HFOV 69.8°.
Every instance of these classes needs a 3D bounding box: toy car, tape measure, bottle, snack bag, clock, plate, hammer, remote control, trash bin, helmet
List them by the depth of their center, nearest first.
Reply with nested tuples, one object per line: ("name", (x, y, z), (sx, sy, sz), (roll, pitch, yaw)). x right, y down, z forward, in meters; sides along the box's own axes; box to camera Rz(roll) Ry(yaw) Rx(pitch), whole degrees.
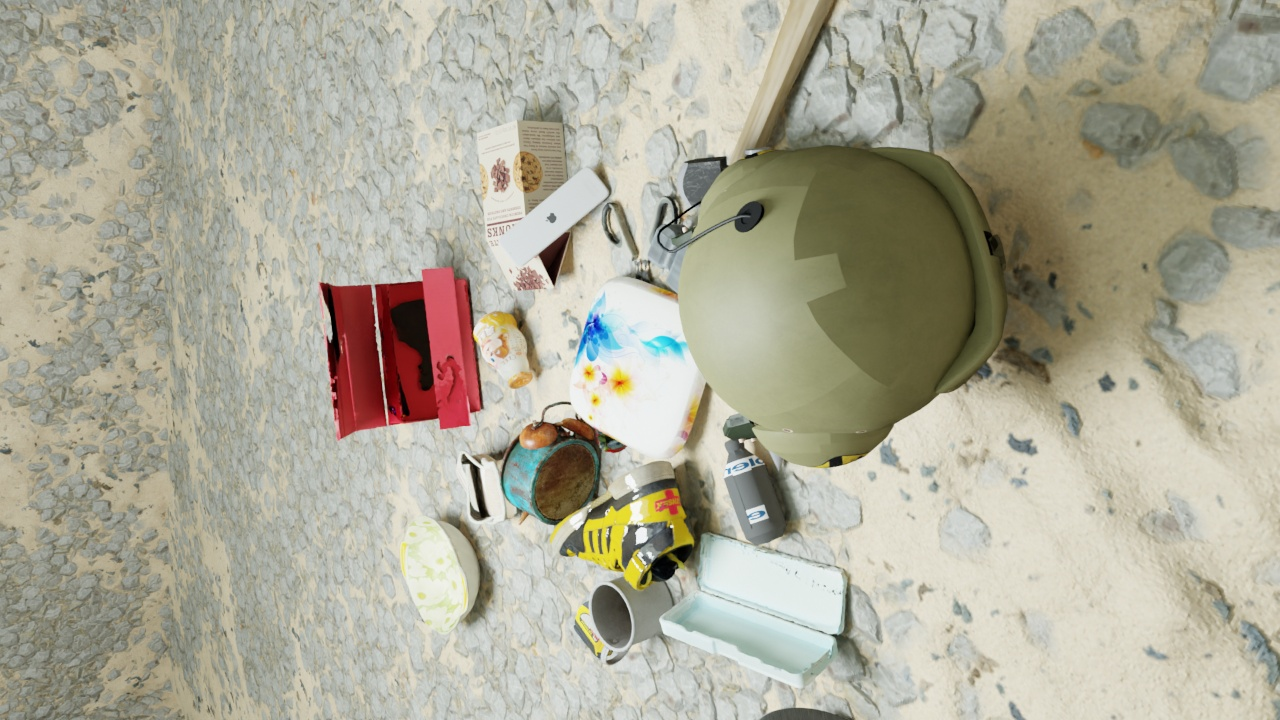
("helmet", (0.155, -0.050, 0.696), (0.234, 0.255, 0.250), (-21, 82, 52))
("trash bin", (0.157, 0.451, 0.877), (0.157, 0.156, 0.183), (22, 110, 45))
("hammer", (0.125, -0.042, 0.892), (0.156, 0.043, 0.322), (-2, 108, 15))
("hammer", (0.106, -0.206, 0.905), (0.117, 0.051, 0.324), (43, 124, 34))
("bottle", (0.115, 0.134, 0.951), (0.047, 0.046, 0.112), (-31, 73, 47))
("plate", (-0.006, 0.006, 1.053), (0.187, 0.016, 0.187), (25, 104, 36))
("remote control", (-0.106, -0.174, 1.114), (0.147, 0.008, 0.045), (-38, 90, 9))
("toy car", (-0.042, 0.071, 1.125), (0.036, 0.042, 0.091), (92, 157, -61))
("clock", (-0.115, 0.125, 1.163), (0.073, 0.121, 0.158), (20, 107, 42))
("snack bag", (-0.147, -0.194, 1.181), (0.095, 0.069, 0.206), (1, 98, 49))
("tape measure", (-0.053, 0.342, 1.189), (0.065, 0.037, 0.064), (38, 124, 37))
("bottle", (-0.185, -0.014, 1.261), (0.063, 0.063, 0.109), (-51, 60, 41))

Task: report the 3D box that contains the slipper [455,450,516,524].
("slipper", (-0.224, 0.179, 1.292), (0.263, 0.052, 0.115), (163, 95, -69))

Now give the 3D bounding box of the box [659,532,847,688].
("box", (0.115, 0.255, 0.954), (0.198, 0.078, 0.122), (5, 81, 48))

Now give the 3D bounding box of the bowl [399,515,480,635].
("bowl", (-0.310, 0.337, 1.471), (0.220, 0.060, 0.188), (8, 102, 48))

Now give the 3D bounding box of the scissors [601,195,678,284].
("scissors", (-0.003, -0.126, 1.069), (0.157, 0.012, 0.171), (51, 131, 32))

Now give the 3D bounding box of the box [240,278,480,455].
("box", (-0.388, -0.003, 1.268), (0.124, 0.377, 0.211), (-3, 93, 33))

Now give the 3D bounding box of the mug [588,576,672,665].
("mug", (-0.014, 0.314, 1.113), (0.084, 0.070, 0.113), (28, 117, 44))

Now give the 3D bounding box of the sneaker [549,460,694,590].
("sneaker", (-0.020, 0.218, 1.085), (0.239, 0.085, 0.122), (-46, 59, 46))
